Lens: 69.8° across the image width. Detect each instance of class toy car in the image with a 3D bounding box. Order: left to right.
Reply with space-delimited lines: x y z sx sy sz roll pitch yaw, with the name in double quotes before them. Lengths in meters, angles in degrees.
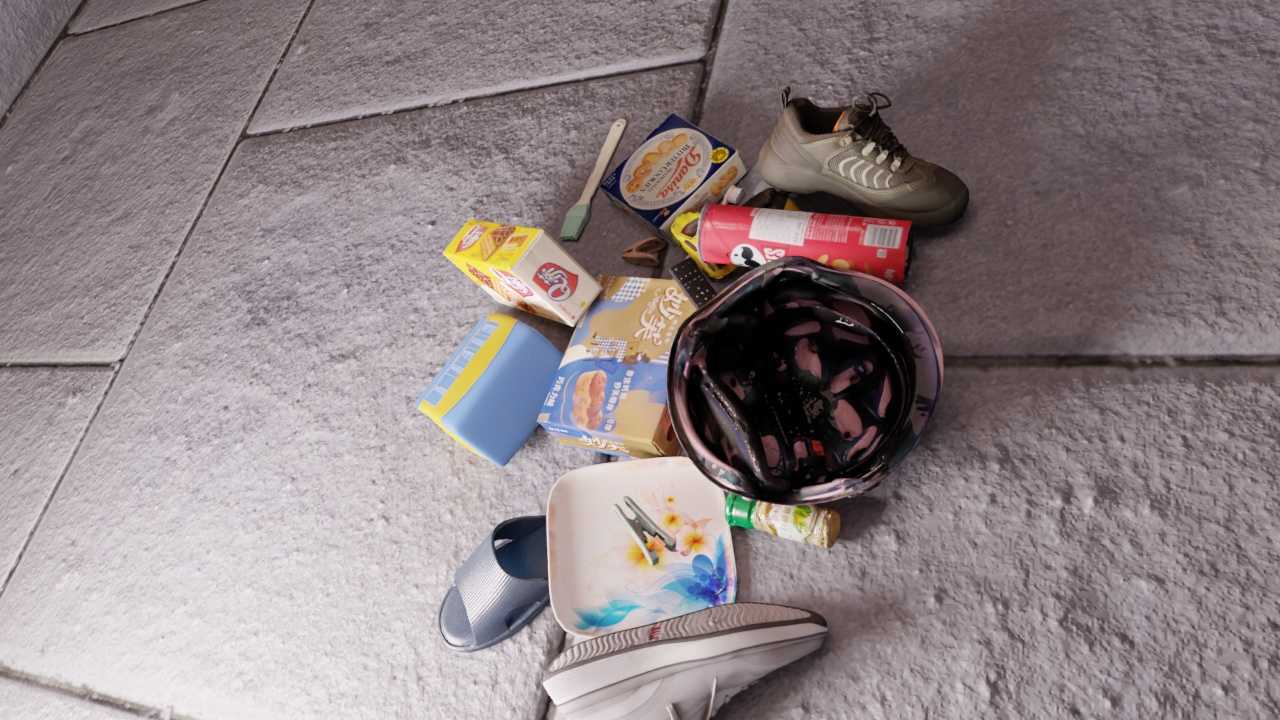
"toy car" 0.078 -0.142 1.118 0.049 0.030 0.107 -39 66 -6

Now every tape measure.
"tape measure" 0.156 -0.171 1.087 0.066 0.064 0.037 -29 33 52

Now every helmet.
"helmet" 0.159 0.030 0.894 0.255 0.152 0.230 -28 73 3

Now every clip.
"clip" -0.004 0.174 0.925 0.078 0.023 0.049 35 65 20
"clip" 0.002 -0.132 1.171 0.060 0.024 0.039 -18 51 29

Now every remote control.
"remote control" 0.082 -0.052 1.012 0.030 0.009 0.140 -31 78 -19

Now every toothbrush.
"toothbrush" 0.078 -0.146 1.144 0.018 0.016 0.181 24 73 30

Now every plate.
"plate" -0.001 0.190 0.939 0.187 0.016 0.186 -6 58 0

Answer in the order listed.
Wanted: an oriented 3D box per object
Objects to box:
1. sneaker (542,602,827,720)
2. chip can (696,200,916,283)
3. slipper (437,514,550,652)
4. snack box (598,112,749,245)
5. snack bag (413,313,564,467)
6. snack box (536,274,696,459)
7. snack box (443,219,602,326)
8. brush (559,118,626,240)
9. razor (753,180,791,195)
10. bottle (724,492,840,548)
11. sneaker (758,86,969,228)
"sneaker" 0.051 0.301 0.835 0.263 0.097 0.128 -17 90 1
"chip can" 0.184 -0.132 1.022 0.233 0.073 0.073 9 65 22
"slipper" -0.124 0.207 0.987 0.263 0.082 0.101 -37 49 2
"snack box" 0.042 -0.240 1.204 0.144 0.042 0.145 -46 50 -4
"snack bag" -0.197 0.023 1.139 0.159 0.102 0.205 -53 35 -11
"snack box" -0.006 0.006 1.057 0.155 0.069 0.202 8 65 30
"snack box" -0.152 -0.114 1.138 0.061 0.110 0.230 -53 31 -11
"brush" -0.063 -0.258 1.293 0.033 0.012 0.217 6 62 31
"razor" 0.206 -0.241 1.114 0.156 0.060 0.057 -40 36 25
"bottle" 0.139 0.155 0.905 0.111 0.043 0.043 10 66 31
"sneaker" 0.252 -0.242 1.003 0.238 0.143 0.100 19 47 15
